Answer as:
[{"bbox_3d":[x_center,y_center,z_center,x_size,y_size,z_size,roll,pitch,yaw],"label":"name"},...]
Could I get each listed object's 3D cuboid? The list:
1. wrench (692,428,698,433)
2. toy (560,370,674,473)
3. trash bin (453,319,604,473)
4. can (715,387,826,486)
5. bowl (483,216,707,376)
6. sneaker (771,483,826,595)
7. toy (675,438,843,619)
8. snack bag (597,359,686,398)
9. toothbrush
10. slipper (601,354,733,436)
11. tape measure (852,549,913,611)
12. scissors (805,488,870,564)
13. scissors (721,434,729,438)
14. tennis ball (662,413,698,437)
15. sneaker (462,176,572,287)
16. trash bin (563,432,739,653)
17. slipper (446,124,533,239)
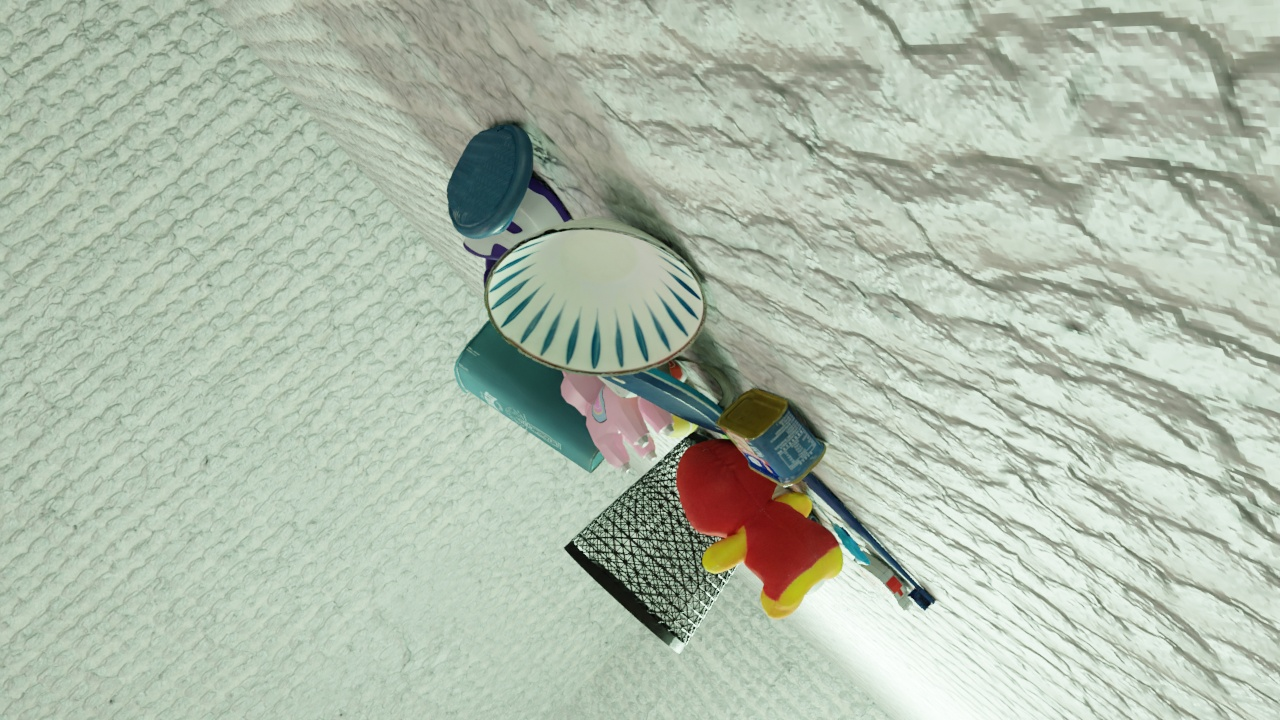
[{"bbox_3d":[-0.012,0.011,1.352,0.273,0.009,0.047,46,172,0],"label":"wrench"},{"bbox_3d":[-0.034,0.053,1.099,0.157,0.067,0.124,53,142,22],"label":"toy"},{"bbox_3d":[-0.104,0.022,1.257,0.218,0.199,0.197,38,165,7],"label":"trash bin"},{"bbox_3d":[0.114,0.067,0.821,0.059,0.054,0.100,49,171,-16],"label":"can"},{"bbox_3d":[-0.035,-0.067,0.749,0.177,0.178,0.070,54,-150,-45],"label":"bowl"},{"bbox_3d":[0.203,0.244,1.163,0.079,0.087,0.235,32,162,41],"label":"sneaker"},{"bbox_3d":[0.126,0.172,1.027,0.216,0.147,0.099,48,144,18],"label":"toy"},{"bbox_3d":[-0.006,0.006,1.024,0.077,0.036,0.115,42,-158,24],"label":"snack bag"},{"bbox_3d":[0.232,0.186,0.941,0.190,0.017,0.016,46,172,-2],"label":"toothbrush"},{"bbox_3d":[0.043,0.024,0.927,0.118,0.060,0.294,22,175,31],"label":"slipper"},{"bbox_3d":[0.269,0.241,1.017,0.062,0.020,0.060,52,170,-35],"label":"tape measure"},{"bbox_3d":[0.211,0.181,0.980,0.133,0.014,0.127,44,-175,-42],"label":"scissors"},{"bbox_3d":[0.105,0.089,1.133,0.125,0.011,0.127,33,163,53],"label":"scissors"},{"bbox_3d":[0.043,0.061,1.118,0.065,0.065,0.065,45,172,8],"label":"tennis ball"},{"bbox_3d":[-0.105,-0.085,0.976,0.092,0.111,0.244,40,170,36],"label":"sneaker"},{"bbox_3d":[0.053,0.246,1.303,0.217,0.243,0.217,41,171,8],"label":"trash bin"},{"bbox_3d":[-0.131,-0.163,0.832,0.059,0.104,0.213,26,-171,-25],"label":"slipper"}]
